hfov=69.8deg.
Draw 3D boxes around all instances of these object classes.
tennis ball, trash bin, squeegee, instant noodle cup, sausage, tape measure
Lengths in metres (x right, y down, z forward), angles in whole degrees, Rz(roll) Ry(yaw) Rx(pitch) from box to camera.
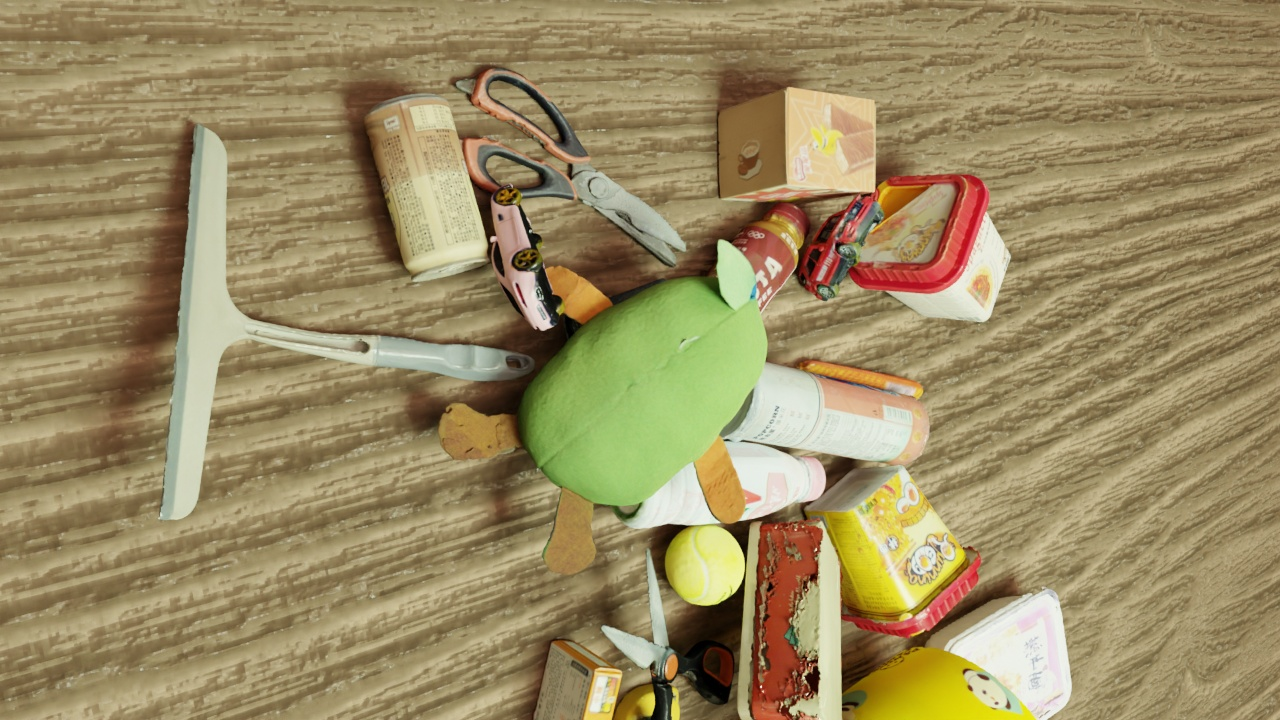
[{"bbox_3d":[0.052,0.167,0.752,0.065,0.066,0.065,-1,93,-30],"label":"tennis ball"},{"bbox_3d":[0.203,0.387,0.769,0.254,0.230,0.230,-27,105,-33],"label":"trash bin"},{"bbox_3d":[-0.185,-0.010,0.622,0.246,0.039,0.246,9,69,-37],"label":"squeegee"},{"bbox_3d":[0.359,0.315,0.942,0.173,0.060,0.138,-18,101,-30],"label":"instant noodle cup"},{"bbox_3d":[0.208,0.019,0.862,0.165,0.021,0.021,11,87,-30],"label":"sausage"},{"bbox_3d":[0.008,0.298,0.753,0.057,0.029,0.060,0,92,-30],"label":"tape measure"},{"bbox_3d":[0.221,0.167,0.832,0.116,0.116,0.123,-33,96,-25],"label":"instant noodle cup"},{"bbox_3d":[0.274,-0.098,0.852,0.124,0.117,0.116,33,75,-40],"label":"instant noodle cup"}]

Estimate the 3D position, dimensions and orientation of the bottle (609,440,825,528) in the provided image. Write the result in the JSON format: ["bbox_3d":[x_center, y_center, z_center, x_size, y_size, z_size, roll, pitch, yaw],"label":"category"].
[{"bbox_3d":[0.070,0.100,0.759,0.196,0.068,0.068,3,91,-33],"label":"bottle"}]

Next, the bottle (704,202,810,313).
[{"bbox_3d":[0.083,-0.063,0.758,0.057,0.058,0.174,51,60,-22],"label":"bottle"}]

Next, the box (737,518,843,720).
[{"bbox_3d":[0.132,0.217,0.741,0.091,0.079,0.168,58,31,-44],"label":"box"}]

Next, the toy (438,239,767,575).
[{"bbox_3d":[-0.006,0.027,0.651,0.246,0.090,0.227,-38,88,-5],"label":"toy"}]

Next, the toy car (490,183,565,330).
[{"bbox_3d":[-0.084,-0.071,0.638,0.037,0.122,0.056,-21,139,0],"label":"toy car"}]

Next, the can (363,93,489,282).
[{"bbox_3d":[-0.144,-0.116,0.622,0.058,0.059,0.116,-17,93,-29],"label":"can"}]

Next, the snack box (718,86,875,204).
[{"bbox_3d":[0.130,-0.175,0.767,0.094,0.093,0.077,-2,93,-31],"label":"snack box"}]

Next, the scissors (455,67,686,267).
[{"bbox_3d":[-0.053,-0.130,0.708,0.194,0.015,0.206,-26,105,-28],"label":"scissors"}]

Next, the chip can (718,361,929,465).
[{"bbox_3d":[0.156,0.047,0.799,0.214,0.071,0.071,12,86,-32],"label":"chip can"}]

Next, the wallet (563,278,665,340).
[{"bbox_3d":[-0.004,0.004,0.741,0.097,0.019,0.121,-21,104,-29],"label":"wallet"}]

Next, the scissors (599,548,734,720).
[{"bbox_3d":[0.024,0.248,0.719,0.224,0.022,0.221,0,92,-59],"label":"scissors"}]

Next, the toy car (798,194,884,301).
[{"bbox_3d":[0.168,-0.096,0.785,0.045,0.121,0.052,32,67,8],"label":"toy car"}]

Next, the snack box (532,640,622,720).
[{"bbox_3d":[-0.058,0.296,0.687,0.026,0.075,0.153,16,84,-30],"label":"snack box"}]
